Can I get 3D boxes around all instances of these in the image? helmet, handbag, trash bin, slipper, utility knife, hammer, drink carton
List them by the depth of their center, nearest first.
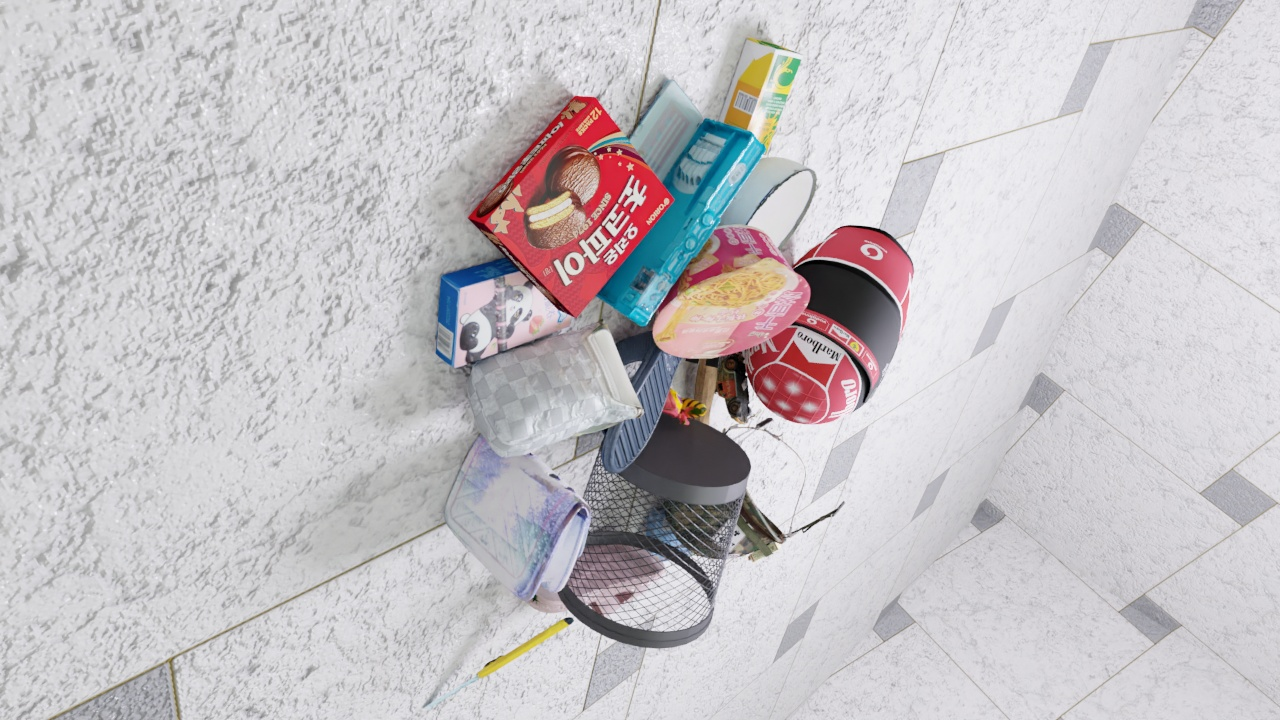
[{"bbox_3d":[-0.099,0.036,0.953,0.171,0.112,0.124,-16,167,-32],"label":"handbag"},{"bbox_3d":[-0.127,0.161,0.983,0.069,0.158,0.127,3,116,-52],"label":"handbag"},{"bbox_3d":[0.129,-0.289,1.021,0.058,0.041,0.123,-12,128,-49],"label":"drink carton"},{"bbox_3d":[-0.007,0.006,1.091,0.101,0.082,0.262,76,35,-56],"label":"slipper"},{"bbox_3d":[0.020,0.209,1.188,0.217,0.218,0.228,-12,125,-50],"label":"trash bin"},{"bbox_3d":[-0.185,0.398,1.206,0.227,0.019,0.030,-34,152,-3],"label":"utility knife"},{"bbox_3d":[0.089,0.016,1.231,0.306,0.040,0.132,92,13,-52],"label":"hammer"},{"bbox_3d":[0.251,-0.026,1.274,0.224,0.198,0.272,-55,169,-29],"label":"helmet"},{"bbox_3d":[-0.069,0.313,1.277,0.238,0.094,0.064,-5,119,-46],"label":"slipper"},{"bbox_3d":[0.152,0.195,1.355,0.236,0.192,0.224,-28,176,-12],"label":"helmet"}]

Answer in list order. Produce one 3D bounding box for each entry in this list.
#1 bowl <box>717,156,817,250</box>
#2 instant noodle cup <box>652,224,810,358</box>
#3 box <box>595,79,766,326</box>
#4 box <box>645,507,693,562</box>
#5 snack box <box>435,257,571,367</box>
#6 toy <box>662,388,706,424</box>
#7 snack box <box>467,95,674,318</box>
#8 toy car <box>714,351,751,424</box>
[{"bbox_3d":[0.134,-0.179,1.089,0.153,0.073,0.154,-40,157,-20],"label":"bowl"},{"bbox_3d":[0.091,-0.080,1.018,0.178,0.077,0.179,-11,152,-6],"label":"instant noodle cup"},{"bbox_3d":[0.009,-0.166,0.944,0.117,0.097,0.227,33,93,-38],"label":"box"},{"bbox_3d":[0.063,0.288,1.480,0.209,0.047,0.122,7,113,-55],"label":"box"},{"bbox_3d":[-0.127,-0.057,0.895,0.153,0.033,0.088,-23,136,-43],"label":"snack box"},{"bbox_3d":[0.035,0.055,1.179,0.103,0.084,0.046,20,81,-31],"label":"toy"},{"bbox_3d":[-0.060,-0.141,0.853,0.152,0.036,0.132,-51,127,-10],"label":"snack box"},{"bbox_3d":[0.129,0.039,1.322,0.047,0.047,0.111,18,64,-56],"label":"toy car"}]
